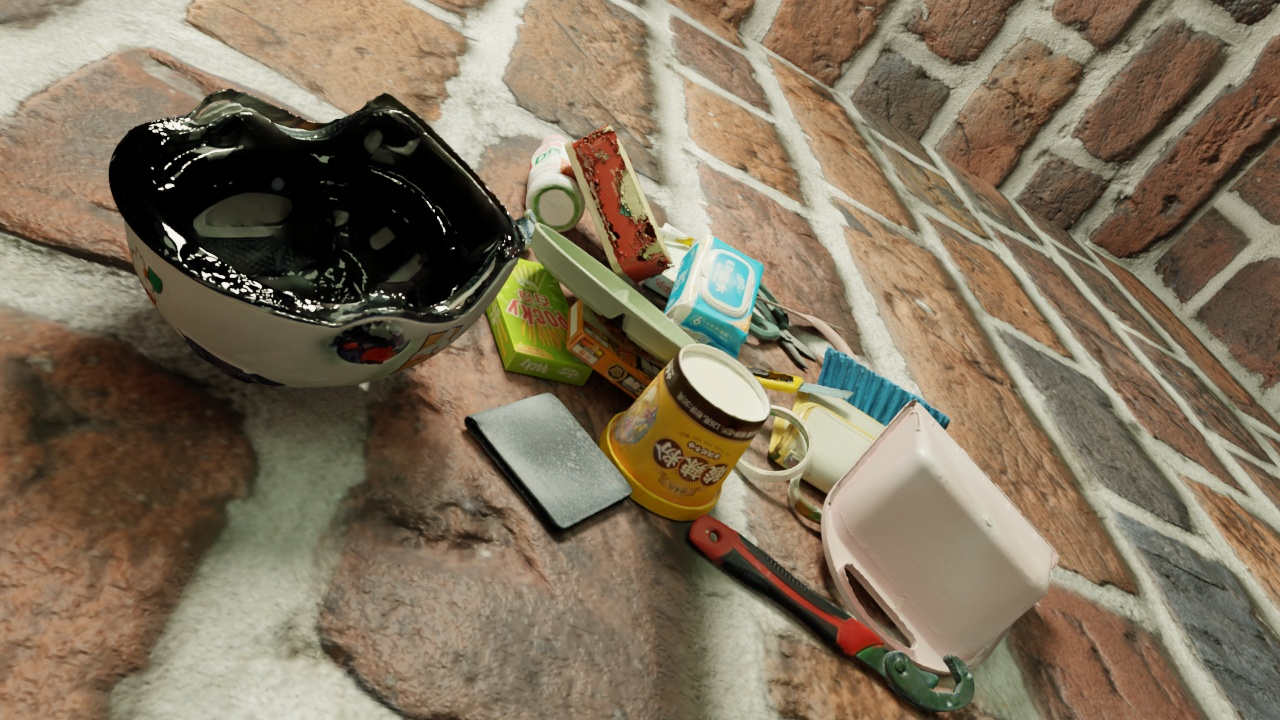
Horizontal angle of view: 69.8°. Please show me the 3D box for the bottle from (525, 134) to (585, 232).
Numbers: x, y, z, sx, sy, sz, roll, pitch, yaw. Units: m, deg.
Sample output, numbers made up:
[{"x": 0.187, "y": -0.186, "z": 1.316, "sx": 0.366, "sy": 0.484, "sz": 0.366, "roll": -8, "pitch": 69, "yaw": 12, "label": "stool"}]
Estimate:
[{"x": -0.104, "y": -0.223, "z": 1.111, "sx": 0.068, "sy": 0.068, "sz": 0.196, "roll": 24, "pitch": 27, "yaw": -19, "label": "bottle"}]

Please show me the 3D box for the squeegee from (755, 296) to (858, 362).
[{"x": 0.256, "y": 0.011, "z": 1.144, "sx": 0.247, "sy": 0.040, "sz": 0.249, "roll": 14, "pitch": 39, "yaw": -49, "label": "squeegee"}]

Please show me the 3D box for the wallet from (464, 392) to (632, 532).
[{"x": -0.073, "y": 0.079, "z": 0.739, "sx": 0.121, "sy": 0.019, "sz": 0.097, "roll": 47, "pitch": 33, "yaw": 18, "label": "wallet"}]

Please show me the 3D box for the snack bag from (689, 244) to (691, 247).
[{"x": 0.096, "y": -0.127, "z": 1.158, "sx": 0.104, "sy": 0.026, "sz": 0.048, "roll": -12, "pitch": 67, "yaw": -54, "label": "snack bag"}]

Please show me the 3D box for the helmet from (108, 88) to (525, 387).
[{"x": -0.228, "y": -0.069, "z": 0.655, "sx": 0.273, "sy": 0.157, "sz": 0.230, "roll": -23, "pitch": 64, "yaw": -45, "label": "helmet"}]

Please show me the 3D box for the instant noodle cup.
[{"x": 0.043, "y": 0.057, "z": 0.789, "sx": 0.118, "sy": 0.115, "sz": 0.118, "roll": 26, "pitch": 30, "yaw": -17, "label": "instant noodle cup"}]

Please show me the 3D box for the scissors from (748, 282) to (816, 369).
[{"x": 0.158, "y": -0.063, "z": 1.182, "sx": 0.170, "sy": 0.019, "sz": 0.181, "roll": 31, "pitch": 27, "yaw": -20, "label": "scissors"}]

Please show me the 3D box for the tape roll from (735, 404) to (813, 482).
[{"x": 0.127, "y": 0.081, "z": 0.902, "sx": 0.086, "sy": 0.014, "sz": 0.085, "roll": 2, "pitch": 50, "yaw": -2, "label": "tape roll"}]

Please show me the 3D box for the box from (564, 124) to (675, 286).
[{"x": -0.016, "y": -0.178, "z": 1.039, "sx": 0.091, "sy": 0.076, "sz": 0.168, "roll": 31, "pitch": 36, "yaw": -75, "label": "box"}]

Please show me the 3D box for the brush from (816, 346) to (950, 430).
[{"x": 0.324, "y": 0.108, "z": 1.048, "sx": 0.314, "sy": 0.109, "sz": 0.060, "roll": 32, "pitch": 2, "yaw": 8, "label": "brush"}]

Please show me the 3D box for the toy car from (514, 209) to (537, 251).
[{"x": -0.132, "y": -0.129, "z": 0.965, "sx": 0.034, "sy": 0.043, "sz": 0.090, "roll": 63, "pitch": 16, "yaw": -20, "label": "toy car"}]

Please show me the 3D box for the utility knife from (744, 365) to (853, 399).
[{"x": 0.124, "y": 0.016, "z": 0.968, "sx": 0.209, "sy": 0.015, "sz": 0.033, "roll": 11, "pitch": 33, "yaw": -1, "label": "utility knife"}]

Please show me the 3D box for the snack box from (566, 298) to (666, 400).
[{"x": -0.005, "y": 0.005, "z": 0.877, "sx": 0.153, "sy": 0.026, "sz": 0.075, "roll": 37, "pitch": 23, "yaw": -22, "label": "snack box"}]

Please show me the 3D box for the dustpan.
[{"x": 0.281, "y": 0.173, "z": 0.897, "sx": 0.222, "sy": 0.139, "sz": 0.273, "roll": 50, "pitch": 18, "yaw": 13, "label": "dustpan"}]

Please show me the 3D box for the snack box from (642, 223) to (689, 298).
[{"x": 0.053, "y": -0.116, "z": 1.150, "sx": 0.084, "sy": 0.027, "sz": 0.156, "roll": 31, "pitch": 29, "yaw": -9, "label": "snack box"}]

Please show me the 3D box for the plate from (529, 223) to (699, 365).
[{"x": -0.016, "y": -0.053, "z": 0.890, "sx": 0.230, "sy": 0.027, "sz": 0.230, "roll": 38, "pitch": 6, "yaw": -5, "label": "plate"}]

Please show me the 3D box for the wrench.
[{"x": 0.158, "y": 0.212, "z": 0.764, "sx": 0.273, "sy": 0.016, "sz": 0.056, "roll": 32, "pitch": 56, "yaw": 0, "label": "wrench"}]

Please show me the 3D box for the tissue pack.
[{"x": 0.085, "y": -0.074, "z": 1.046, "sx": 0.090, "sy": 0.063, "sz": 0.139, "roll": 27, "pitch": 55, "yaw": -12, "label": "tissue pack"}]

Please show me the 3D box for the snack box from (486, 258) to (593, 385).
[{"x": -0.105, "y": -0.043, "z": 0.878, "sx": 0.085, "sy": 0.026, "sz": 0.156, "roll": 13, "pitch": 36, "yaw": -34, "label": "snack box"}]

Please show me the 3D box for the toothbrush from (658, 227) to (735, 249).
[{"x": 0.055, "y": -0.155, "z": 1.167, "sx": 0.191, "sy": 0.016, "sz": 0.018, "roll": 6, "pitch": 28, "yaw": -43, "label": "toothbrush"}]

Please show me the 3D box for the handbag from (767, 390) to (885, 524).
[{"x": 0.212, "y": 0.115, "z": 0.942, "sx": 0.163, "sy": 0.063, "sz": 0.178, "roll": 32, "pitch": 32, "yaw": -2, "label": "handbag"}]
